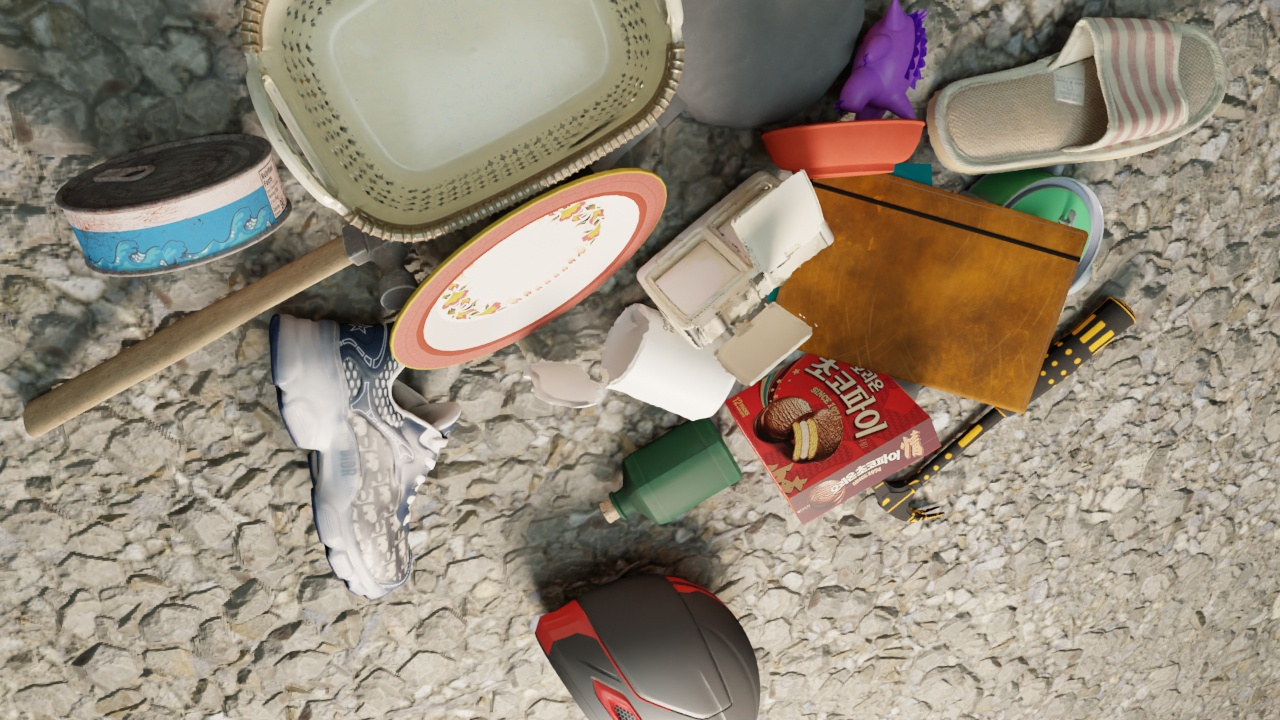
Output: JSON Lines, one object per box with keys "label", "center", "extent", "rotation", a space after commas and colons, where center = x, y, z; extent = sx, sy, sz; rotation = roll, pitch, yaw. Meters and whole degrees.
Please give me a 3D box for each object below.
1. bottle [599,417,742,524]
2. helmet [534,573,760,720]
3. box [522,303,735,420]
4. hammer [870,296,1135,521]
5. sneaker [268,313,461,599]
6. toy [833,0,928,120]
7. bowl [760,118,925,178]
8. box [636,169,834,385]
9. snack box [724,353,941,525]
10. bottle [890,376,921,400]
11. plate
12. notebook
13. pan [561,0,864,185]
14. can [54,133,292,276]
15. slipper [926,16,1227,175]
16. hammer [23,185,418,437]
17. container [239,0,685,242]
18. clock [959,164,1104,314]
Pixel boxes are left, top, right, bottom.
{"label": "bottle", "center": [0.022, 0.111, 0.860], "extent": [0.131, 0.061, 0.061], "rotation": [-31, 121, 1]}
{"label": "helmet", "center": [0.028, 0.309, 0.917], "extent": [0.169, 0.164, 0.265], "rotation": [-35, 114, -10]}
{"label": "box", "center": [-0.007, 0.006, 0.780], "extent": [0.162, 0.084, 0.112], "rotation": [24, 117, -26]}
{"label": "hammer", "center": [0.378, 0.054, 0.959], "extent": [0.321, 0.036, 0.123], "rotation": [-43, 123, 12]}
{"label": "sneaker", "center": [-0.208, 0.075, 0.752], "extent": [0.132, 0.103, 0.270], "rotation": [-15, 120, -17]}
{"label": "toy", "center": [0.193, -0.228, 0.710], "extent": [0.106, 0.056, 0.088], "rotation": [1, 103, -64]}
{"label": "bowl", "center": [0.154, -0.160, 0.703], "extent": [0.122, 0.122, 0.035], "rotation": [-6, 99, -15]}
{"label": "box", "center": [0.075, -0.081, 0.694], "extent": [0.145, 0.185, 0.095], "rotation": [-41, 115, 0]}
{"label": "snack box", "center": [0.165, 0.055, 0.818], "extent": [0.132, 0.152, 0.036], "rotation": [-30, 124, 1]}
{"label": "bottle", "center": [0.241, 0.040, 0.902], "extent": [0.110, 0.036, 0.036], "rotation": [-38, 123, 6]}
{"label": "plate", "center": [-0.082, -0.068, 0.667], "extent": [0.229, 0.021, 0.230], "rotation": [-32, 168, -8]}
{"label": "notebook", "center": [0.234, -0.073, 0.778], "extent": [0.249, 0.014, 0.178], "rotation": [16, 99, 0]}
{"label": "pan", "center": [0.023, -0.195, 0.692], "extent": [0.357, 0.041, 0.178], "rotation": [-43, 123, 9]}
{"label": "can", "center": [-0.297, -0.103, 0.592], "extent": [0.130, 0.130, 0.044], "rotation": [-14, 122, -10]}
{"label": "slipper", "center": [0.368, -0.222, 0.760], "extent": [0.263, 0.052, 0.115], "rotation": [-15, 89, -5]}
{"label": "hammer", "center": [-0.311, -0.025, 0.666], "extent": [0.331, 0.119, 0.031], "rotation": [-27, 153, 11]}
{"label": "container", "center": [-0.107, -0.196, 0.578], "extent": [0.246, 0.142, 0.184], "rotation": [-27, 110, 0]}
{"label": "clock", "center": [0.354, -0.096, 0.834], "extent": [0.122, 0.075, 0.162], "rotation": [-27, 121, 0]}
